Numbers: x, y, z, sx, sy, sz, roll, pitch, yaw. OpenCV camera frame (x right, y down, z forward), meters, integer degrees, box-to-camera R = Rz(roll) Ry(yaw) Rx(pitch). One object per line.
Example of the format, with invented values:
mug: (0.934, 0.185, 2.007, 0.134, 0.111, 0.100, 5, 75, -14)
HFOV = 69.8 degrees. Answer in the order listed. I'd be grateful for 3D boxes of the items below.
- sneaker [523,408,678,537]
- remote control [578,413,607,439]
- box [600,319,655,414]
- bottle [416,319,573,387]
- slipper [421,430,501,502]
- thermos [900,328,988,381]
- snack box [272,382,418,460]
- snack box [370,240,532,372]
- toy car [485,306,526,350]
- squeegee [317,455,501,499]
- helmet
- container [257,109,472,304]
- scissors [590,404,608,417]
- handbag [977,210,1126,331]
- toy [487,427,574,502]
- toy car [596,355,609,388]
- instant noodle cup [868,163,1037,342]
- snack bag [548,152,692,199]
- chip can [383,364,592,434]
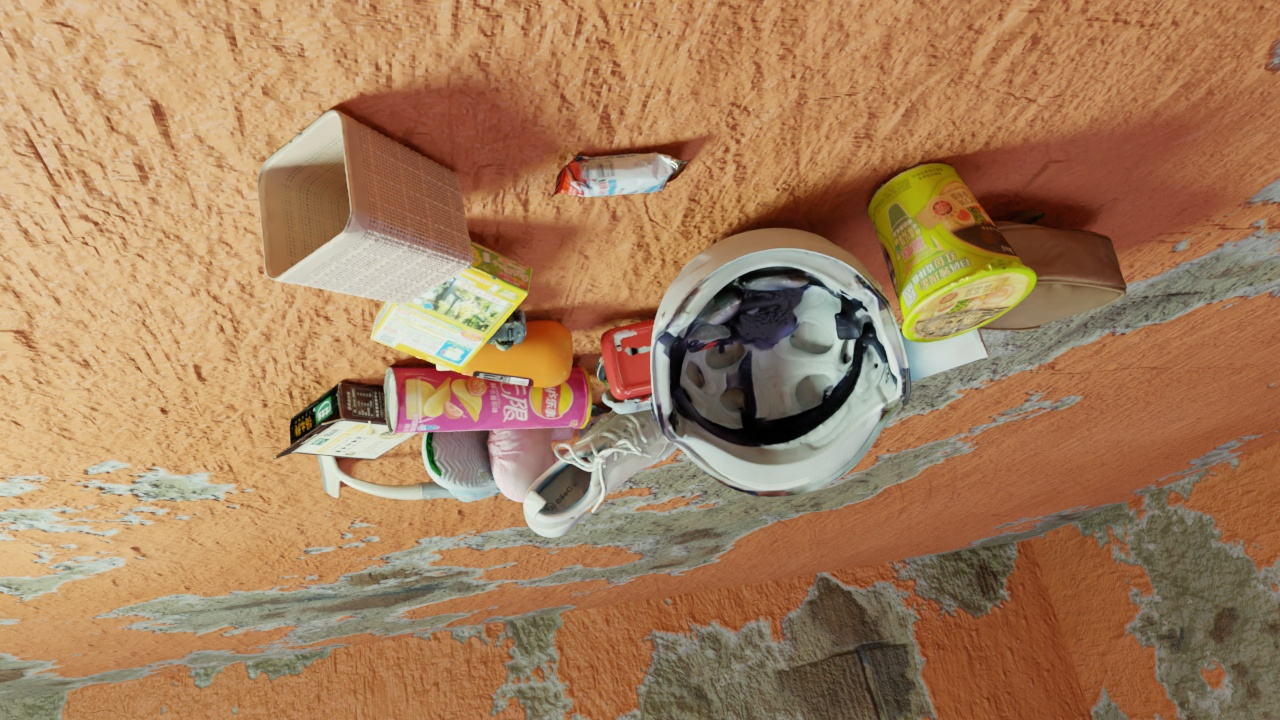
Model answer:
sneaker: (-0.036, 0.100, 1.033, 0.242, 0.089, 0.091, -39, 159, -14)
remote control: (-0.020, 0.096, 1.200, 0.056, 0.020, 0.135, -35, 147, 30)
box: (0.056, 0.000, 0.970, 0.201, 0.095, 0.102, -11, 174, -11)
bottle: (-0.142, -0.009, 0.886, 0.149, 0.066, 0.067, 2, 155, -14)
slipper: (-0.200, 0.120, 1.113, 0.074, 0.104, 0.245, -23, 163, 13)
thermos: (0.305, 0.002, 1.119, 0.221, 0.070, 0.070, -21, 156, 23)
snack box: (-0.316, 0.071, 0.998, 0.113, 0.053, 0.125, -29, 152, 37)
snack box: (-0.162, -0.047, 0.774, 0.087, 0.033, 0.141, 23, 142, -24)
toy car: (-0.150, -0.036, 0.843, 0.090, 0.034, 0.043, 5, 148, -3)
squeegee: (-0.289, 0.160, 1.174, 0.246, 0.039, 0.247, 8, 154, -12)
helmet: (0.118, -0.012, 0.842, 0.229, 0.145, 0.259, -13, 128, 9)
container: (-0.181, -0.095, 0.620, 0.090, 0.089, 0.110, -25, 157, 30)
scissors: (-0.035, 0.068, 1.181, 0.084, 0.017, 0.137, -19, 153, 20)
handbag: (0.368, -0.084, 0.907, 0.204, 0.099, 0.148, 3, 162, -31)
toy: (-0.126, 0.107, 1.096, 0.054, 0.121, 0.159, -9, 172, 29)
toy car: (-0.006, 0.006, 1.006, 0.090, 0.035, 0.042, -2, 128, -24)
instant noodle cup: (0.251, -0.096, 0.772, 0.111, 0.123, 0.112, -15, 155, -7)
snack bag: (-0.015, -0.137, 0.680, 0.104, 0.026, 0.048, -5, 169, -13)
chip can: (-0.161, 0.040, 0.976, 0.210, 0.071, 0.072, 0, 155, -25)
